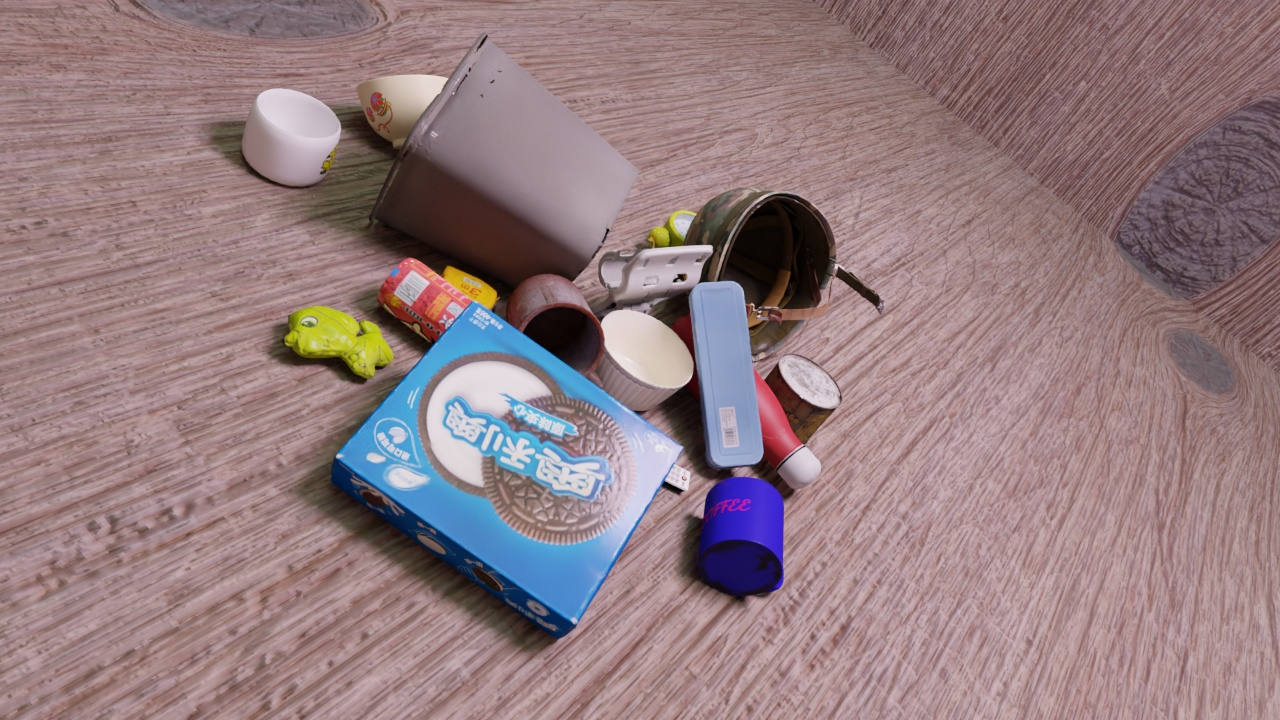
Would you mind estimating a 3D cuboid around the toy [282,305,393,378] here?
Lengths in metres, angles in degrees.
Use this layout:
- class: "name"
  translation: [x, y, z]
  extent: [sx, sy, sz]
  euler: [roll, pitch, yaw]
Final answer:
- class: "toy"
  translation: [-0.279, -0.019, 0.850]
  extent: [0.093, 0.036, 0.094]
  euler: [40, 30, 2]

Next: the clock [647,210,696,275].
- class: "clock"
  translation: [0.055, -0.156, 1.257]
  extent: [0.083, 0.057, 0.118]
  euler: [42, 43, 6]

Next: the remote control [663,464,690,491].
- class: "remote control"
  translation: [-0.005, 0.101, 0.948]
  extent: [0.124, 0.012, 0.028]
  euler: [27, 36, -10]

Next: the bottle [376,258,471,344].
- class: "bottle"
  translation: [-0.192, -0.041, 0.921]
  extent: [0.137, 0.062, 0.061]
  euler: [37, 36, 2]

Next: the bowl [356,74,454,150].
- class: "bowl"
  translation: [-0.283, -0.299, 1.127]
  extent: [0.117, 0.118, 0.074]
  euler: [-11, 97, -45]

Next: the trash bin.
- class: "trash bin"
  translation: [-0.143, -0.195, 1.017]
  extent: [0.220, 0.198, 0.197]
  euler: [32, 55, -14]

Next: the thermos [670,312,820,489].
- class: "thermos"
  translation: [0.116, 0.048, 1.054]
  extent: [0.073, 0.073, 0.240]
  euler: [-19, 61, -48]

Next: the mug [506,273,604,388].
- class: "mug"
  translation: [-0.081, -0.023, 0.952]
  extent: [0.123, 0.096, 0.110]
  euler: [53, 8, -26]

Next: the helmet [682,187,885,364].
- class: "helmet"
  translation: [0.154, -0.100, 1.140]
  extent: [0.192, 0.224, 0.236]
  euler: [-15, 22, -27]

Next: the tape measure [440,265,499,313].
- class: "tape measure"
  translation: [-0.186, -0.065, 0.979]
  extent: [0.068, 0.030, 0.058]
  euler: [23, 37, -13]

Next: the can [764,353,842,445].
- class: "can"
  translation: [0.185, 0.049, 1.108]
  extent: [0.090, 0.075, 0.089]
  euler: [22, 36, -17]

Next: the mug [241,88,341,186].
- class: "mug"
  translation: [-0.378, -0.247, 1.004]
  extent: [0.094, 0.068, 0.115]
  euler: [23, 37, -16]

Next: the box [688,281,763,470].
- class: "box"
  translation: [0.094, 0.016, 1.019]
  extent: [0.067, 0.052, 0.209]
  euler: [-4, 80, -8]

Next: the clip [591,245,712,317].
- class: "clip"
  translation: [-0.001, -0.094, 1.064]
  extent: [0.125, 0.151, 0.089]
  euler: [-7, 64, -43]

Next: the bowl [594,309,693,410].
- class: "bowl"
  translation: [-0.006, 0.006, 1.014]
  extent: [0.115, 0.063, 0.115]
  euler: [21, 38, -18]

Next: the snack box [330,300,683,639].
- class: "snack box"
  translation: [-0.109, 0.088, 0.790]
  extent: [0.239, 0.056, 0.195]
  euler: [35, 56, -1]

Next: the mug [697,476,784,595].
- class: "mug"
  translation: [0.108, 0.182, 0.900]
  extent: [0.111, 0.079, 0.083]
  euler: [52, 28, -26]
